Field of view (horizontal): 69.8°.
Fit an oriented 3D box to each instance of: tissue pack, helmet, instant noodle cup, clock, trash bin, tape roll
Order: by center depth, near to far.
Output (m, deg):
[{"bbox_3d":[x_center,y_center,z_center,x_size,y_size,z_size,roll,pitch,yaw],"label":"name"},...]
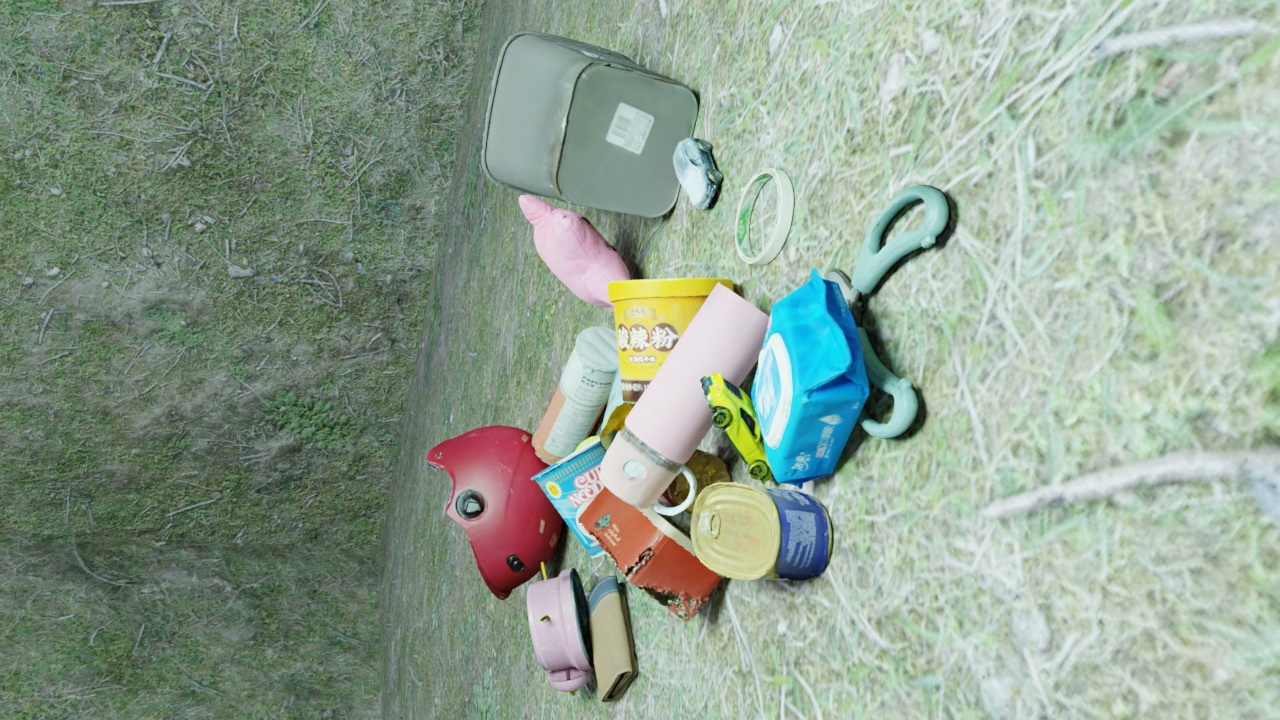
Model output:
[{"bbox_3d":[0.116,0.017,0.657,0.157,0.052,0.094,97,166,-52],"label":"tissue pack"},{"bbox_3d":[0.110,-0.128,0.820,0.086,0.014,0.086,-173,90,-69],"label":"tape roll"},{"bbox_3d":[0.028,-0.018,0.865,0.118,0.118,0.114,-176,86,-70],"label":"instant noodle cup"},{"bbox_3d":[-0.050,0.151,1.002,0.110,0.099,0.099,59,154,1],"label":"instant noodle cup"},{"bbox_3d":[-0.057,-0.272,1.080,0.220,0.198,0.199,39,120,59],"label":"trash bin"},{"bbox_3d":[-0.090,0.324,1.088,0.117,0.060,0.159,-102,-2,-59],"label":"clock"},{"bbox_3d":[-0.176,0.192,1.268,0.240,0.144,0.207,64,-177,27],"label":"helmet"}]

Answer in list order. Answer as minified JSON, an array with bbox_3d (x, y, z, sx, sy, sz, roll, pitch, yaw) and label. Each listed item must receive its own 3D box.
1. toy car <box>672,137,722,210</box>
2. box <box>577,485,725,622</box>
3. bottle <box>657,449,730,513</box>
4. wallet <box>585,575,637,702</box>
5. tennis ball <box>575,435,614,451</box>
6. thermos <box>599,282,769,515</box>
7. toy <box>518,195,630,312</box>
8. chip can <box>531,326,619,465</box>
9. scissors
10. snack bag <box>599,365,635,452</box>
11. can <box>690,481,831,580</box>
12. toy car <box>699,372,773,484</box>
[{"bbox_3d":[0.058,-0.196,0.954,0.090,0.034,0.043,-103,32,-41],"label":"toy car"},{"bbox_3d":[0.004,0.179,0.863,0.077,0.091,0.168,-51,21,-5],"label":"box"},{"bbox_3d":[0.026,0.109,0.898,0.175,0.057,0.057,-177,94,-69],"label":"bottle"},{"bbox_3d":[-0.034,0.311,1.027,0.090,0.033,0.115,114,153,-44],"label":"wallet"},{"bbox_3d":[-0.048,0.122,1.080,0.065,0.065,0.065,-173,91,-70],"label":"tennis ball"},{"bbox_3d":[0.046,0.038,0.783,0.199,0.087,0.067,-57,-7,5],"label":"thermos"},{"bbox_3d":[-0.068,-0.122,1.077,0.194,0.074,0.178,45,175,19],"label":"toy"},{"bbox_3d":[-0.080,0.052,1.179,0.215,0.071,0.071,118,151,-45],"label":"chip can"},{"bbox_3d":[0.168,-0.042,0.627,0.170,0.019,0.180,-103,26,-50],"label":"scissors"},{"bbox_3d":[-0.006,0.006,1.003,0.190,0.039,0.111,-78,3,-47],"label":"snack bag"},{"bbox_3d":[0.092,0.135,0.727,0.148,0.049,0.074,166,111,-68],"label":"can"},{"bbox_3d":[0.083,0.053,0.739,0.032,0.105,0.048,-30,26,9],"label":"toy car"}]
